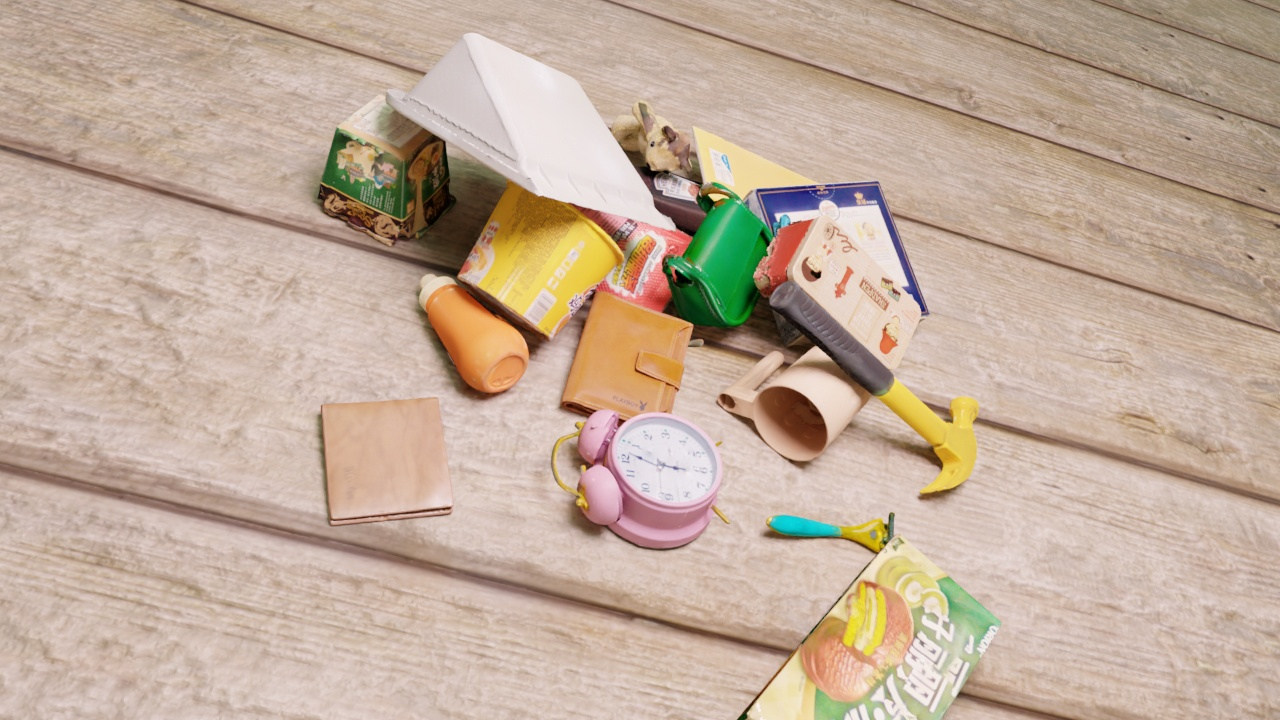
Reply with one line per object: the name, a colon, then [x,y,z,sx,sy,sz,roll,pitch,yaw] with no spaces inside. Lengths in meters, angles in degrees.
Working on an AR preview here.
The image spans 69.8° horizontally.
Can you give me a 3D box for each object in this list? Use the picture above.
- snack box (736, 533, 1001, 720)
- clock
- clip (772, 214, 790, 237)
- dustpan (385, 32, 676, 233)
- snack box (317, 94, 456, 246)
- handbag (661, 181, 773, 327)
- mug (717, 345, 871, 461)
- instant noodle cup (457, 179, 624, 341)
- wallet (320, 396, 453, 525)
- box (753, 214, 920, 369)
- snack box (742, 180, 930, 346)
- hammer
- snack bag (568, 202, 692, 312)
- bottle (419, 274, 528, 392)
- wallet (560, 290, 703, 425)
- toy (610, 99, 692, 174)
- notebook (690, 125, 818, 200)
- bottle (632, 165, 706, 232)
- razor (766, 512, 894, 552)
snack box: [0.182,0.254,0.735,0.114,0.063,0.239,42,49,17]
clock: [-0.001,0.099,0.810,0.158,0.060,0.117,8,47,-10]
clip: [0.156,-0.130,0.994,0.014,0.047,0.057,1,74,-22]
dustpan: [-0.126,-0.202,0.903,0.222,0.143,0.257,3,56,-56]
snack box: [-0.260,-0.204,0.955,0.118,0.106,0.117,27,46,3]
handbag: [0.079,-0.107,0.965,0.068,0.120,0.131,5,56,45]
mug: [0.158,0.033,0.922,0.125,0.084,0.103,18,38,34]
instant noodle cup: [-0.101,-0.092,0.882,0.138,0.138,0.109,33,84,10]
wallet: [-0.215,0.082,0.778,0.101,0.020,0.115,-4,54,-21]
box: [0.199,-0.064,0.953,0.168,0.081,0.091,39,69,-22]
snack box: [0.222,-0.115,1.053,0.177,0.046,0.182,-8,72,-25]
hammer: [0.234,0.023,0.888,0.300,0.033,0.128,38,53,-25]
snack bag: [-0.045,-0.133,0.992,0.208,0.073,0.128,31,62,6]
bottle: [-0.167,-0.034,0.872,0.066,0.067,0.149,-22,52,-33]
wallet: [-0.005,0.005,0.901,0.119,0.035,0.130,17,60,-3]
toy: [0.011,-0.263,1.102,0.066,0.105,0.157,-41,33,-5]
notebook: [0.158,-0.207,1.133,0.206,0.010,0.145,17,45,-27]
bottle: [0.009,-0.203,1.092,0.195,0.044,0.079,18,38,-2]
razor: [0.174,0.155,0.844,0.132,0.028,0.043,8,79,-16]
